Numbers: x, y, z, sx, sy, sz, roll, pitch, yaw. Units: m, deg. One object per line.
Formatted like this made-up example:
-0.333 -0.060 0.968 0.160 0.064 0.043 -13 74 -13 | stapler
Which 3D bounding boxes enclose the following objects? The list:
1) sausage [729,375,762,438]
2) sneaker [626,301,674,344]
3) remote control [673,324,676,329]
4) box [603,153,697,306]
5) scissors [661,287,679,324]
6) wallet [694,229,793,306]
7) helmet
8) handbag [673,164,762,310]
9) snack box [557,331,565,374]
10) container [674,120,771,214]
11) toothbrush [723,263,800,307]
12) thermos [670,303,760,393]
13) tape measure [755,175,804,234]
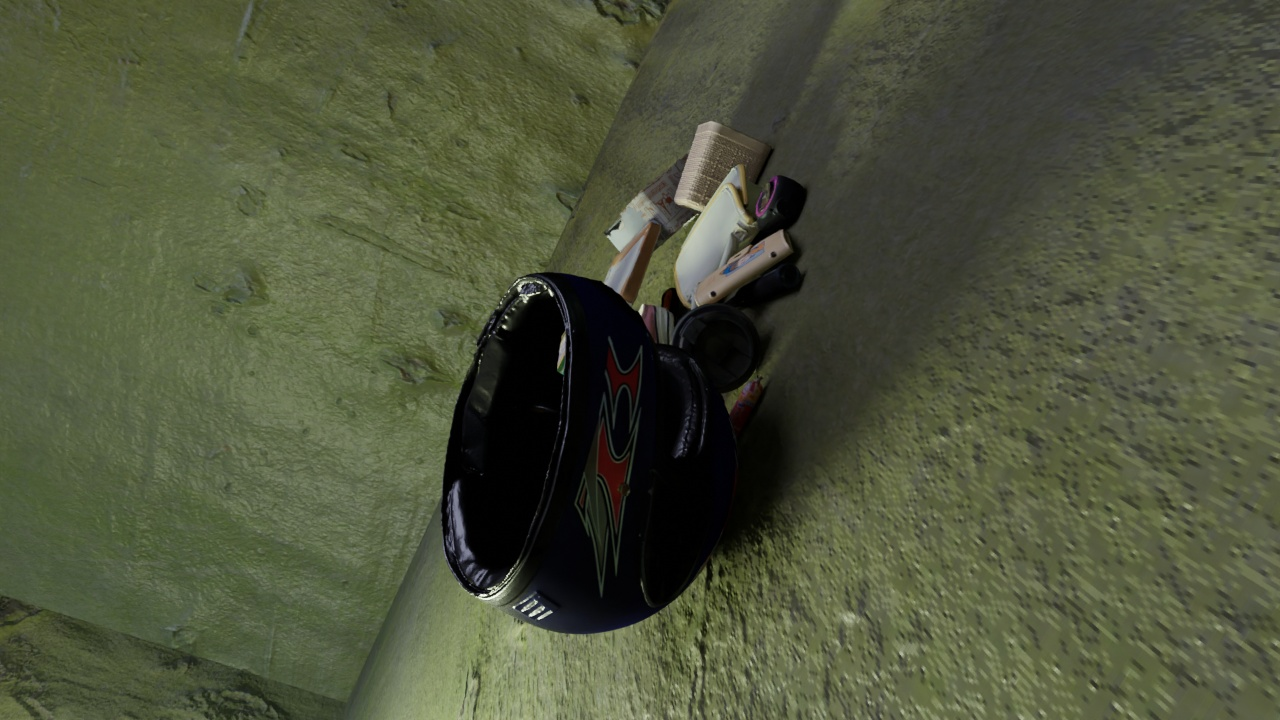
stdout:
0.082 0.081 0.910 0.156 0.020 0.020 -62 14 18 | sausage
-0.006 0.006 1.094 0.240 0.088 0.118 -90 22 -53 | sneaker
0.057 -0.024 1.152 0.137 0.024 0.053 -11 56 64 | remote control
0.003 -0.169 1.334 0.259 0.110 0.179 -44 5 -22 | box
0.022 0.000 1.274 0.235 0.021 0.220 -21 52 67 | scissors
0.112 -0.101 0.997 0.115 0.024 0.087 -34 16 17 | wallet
-0.030 0.088 0.833 0.247 0.240 0.316 31 109 50 | helmet
0.093 -0.133 1.110 0.164 0.063 0.178 -56 13 40 | handbag
-0.067 0.007 1.298 0.118 0.105 0.117 -65 14 2 | snack box
0.105 -0.248 1.225 0.090 0.090 0.111 -136 68 -75 | container
0.120 -0.072 1.012 0.027 0.026 0.213 -36 4 -17 | toothbrush
0.071 -0.014 0.978 0.143 0.093 0.093 -160 94 -83 | thermos
0.153 -0.176 1.021 0.057 0.039 0.057 -40 29 62 | tape measure
